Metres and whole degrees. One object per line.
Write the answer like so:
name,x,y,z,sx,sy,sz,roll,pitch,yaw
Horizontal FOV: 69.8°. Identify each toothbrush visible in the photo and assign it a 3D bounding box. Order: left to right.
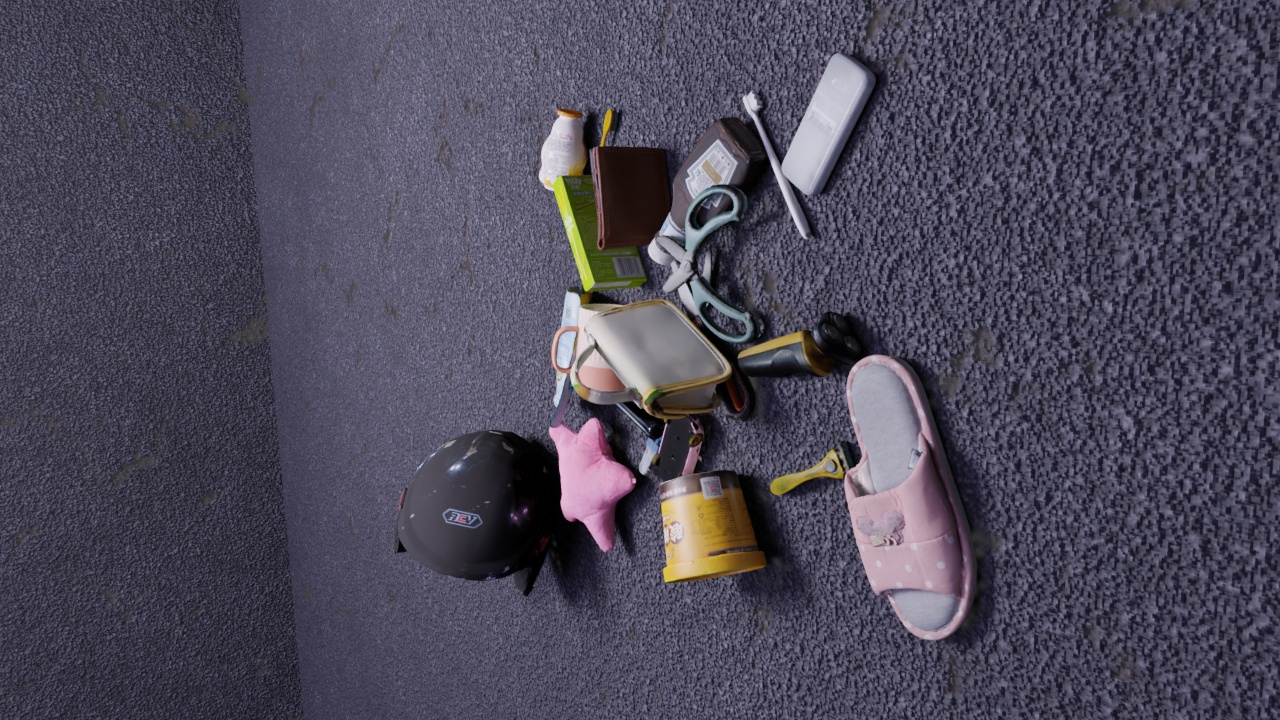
toothbrush,-0.056,-0.248,1.243,0.016,0.018,0.192,47,134,41
toothbrush,-0.034,0.047,1.260,0.213,0.026,0.027,39,114,47
toothbrush,0.147,-0.208,0.971,0.016,0.016,0.180,-35,68,45

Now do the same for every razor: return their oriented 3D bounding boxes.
razor,0.161,-0.010,0.967,0.168,0.062,0.067,-15,54,60
razor,0.178,0.125,0.986,0.133,0.028,0.043,-34,73,53

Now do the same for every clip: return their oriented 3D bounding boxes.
clip,0.014,0.127,1.216,0.025,0.036,0.058,49,134,34

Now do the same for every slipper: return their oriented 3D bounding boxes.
slipper,0.244,0.130,0.869,0.114,0.054,0.274,-15,84,54

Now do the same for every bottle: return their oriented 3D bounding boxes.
bottle,-0.103,-0.287,1.257,0.063,0.063,0.108,37,126,45
bottle,0.068,-0.184,1.050,0.080,0.043,0.195,55,135,17

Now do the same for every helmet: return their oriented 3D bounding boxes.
helmet,-0.245,0.227,1.396,0.274,0.233,0.230,-63,-11,-83

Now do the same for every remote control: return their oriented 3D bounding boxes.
remote control,0.185,-0.232,0.908,0.056,0.020,0.136,53,136,35

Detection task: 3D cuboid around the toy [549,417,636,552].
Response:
toy,-0.064,0.174,1.288,0.179,0.074,0.194,-2,98,52

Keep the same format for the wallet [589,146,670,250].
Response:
wallet,-0.013,-0.199,1.118,0.032,0.101,0.124,0,97,56

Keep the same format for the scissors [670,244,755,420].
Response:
scissors,0.069,-0.018,1.108,0.220,0.021,0.229,56,138,30

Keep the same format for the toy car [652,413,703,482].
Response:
toy car,0.050,0.110,1.142,0.056,0.037,0.123,40,134,32

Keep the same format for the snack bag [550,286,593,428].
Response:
snack bag,-0.100,-0.006,1.287,0.110,0.039,0.191,-125,44,-76

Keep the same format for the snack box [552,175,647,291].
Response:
snack box,-0.053,-0.168,1.193,0.026,0.085,0.156,-34,70,52

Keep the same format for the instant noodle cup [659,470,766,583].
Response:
instant noodle cup,0.078,0.193,1.066,0.119,0.118,0.114,-30,64,52

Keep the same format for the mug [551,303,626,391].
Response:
mug,-0.059,-0.018,1.210,0.081,0.114,0.106,-134,46,-73

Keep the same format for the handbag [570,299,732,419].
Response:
handbag,-0.006,0.006,1.051,0.163,0.178,0.063,50,140,41

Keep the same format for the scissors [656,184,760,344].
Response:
scissors,0.090,-0.102,1.025,0.170,0.019,0.172,53,134,11
